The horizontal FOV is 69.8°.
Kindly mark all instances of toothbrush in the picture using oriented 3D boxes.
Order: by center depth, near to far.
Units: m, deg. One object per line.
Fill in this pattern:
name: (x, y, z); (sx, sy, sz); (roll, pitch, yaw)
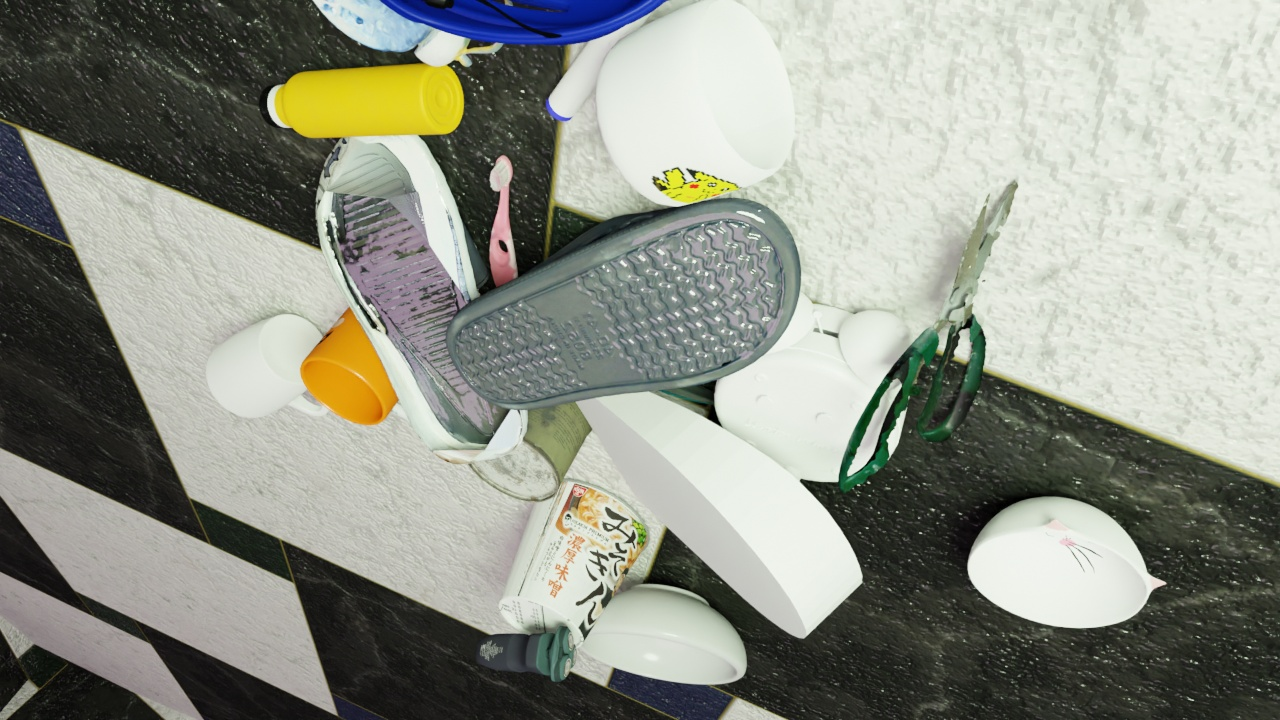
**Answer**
toothbrush: (-0.098, -0.089, 0.657); (0.021, 0.016, 0.135); (21, 141, 12)

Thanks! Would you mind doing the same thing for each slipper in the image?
slipper: (-0.010, -0.037, 0.600); (0.269, 0.083, 0.111); (-17, 115, 34)
slipper: (-0.157, -0.047, 0.686); (0.111, 0.063, 0.264); (-15, 108, 15)

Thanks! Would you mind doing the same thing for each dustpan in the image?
dustpan: (0.052, 0.097, 0.693); (0.258, 0.053, 0.191); (36, 161, 47)

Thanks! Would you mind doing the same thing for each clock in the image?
clock: (-0.128, -0.213, 0.506); (0.125, 0.051, 0.089); (32, 141, -5)
clock: (0.113, 0.027, 0.617); (0.125, 0.072, 0.161); (17, 140, 14)

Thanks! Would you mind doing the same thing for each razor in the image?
razor: (-0.110, 0.271, 0.850); (0.052, 0.047, 0.143); (25, 152, -38)

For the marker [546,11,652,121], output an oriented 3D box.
marker: (-0.012, -0.181, 0.501); (0.020, 0.020, 0.142); (37, 142, -12)

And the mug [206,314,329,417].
mug: (-0.333, 0.013, 0.861); (0.088, 0.080, 0.114); (-22, 128, 37)

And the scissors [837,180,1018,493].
scissors: (0.192, -0.015, 0.545); (0.015, 0.137, 0.210); (42, 124, 38)

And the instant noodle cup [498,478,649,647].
instant noodle cup: (-0.070, 0.199, 0.878); (0.124, 0.121, 0.124); (16, 140, 14)

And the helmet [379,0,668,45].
helmet: (-0.071, -0.205, 0.354); (0.241, 0.227, 0.148); (17, 108, 2)

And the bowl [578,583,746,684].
bowl: (0.023, 0.274, 0.939); (0.176, 0.066, 0.177); (9, 149, 6)

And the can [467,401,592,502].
can: (-0.094, 0.063, 0.778); (0.090, 0.074, 0.090); (16, 139, 15)

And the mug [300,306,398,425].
mug: (-0.221, 0.003, 0.767); (0.077, 0.095, 0.113); (23, 141, 5)

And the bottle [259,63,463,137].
bottle: (-0.186, -0.168, 0.598); (0.144, 0.043, 0.043); (5, 137, 26)

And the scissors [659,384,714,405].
scissors: (-0.001, 0.000, 0.698); (0.126, 0.019, 0.155); (44, 141, -17)

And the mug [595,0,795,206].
mug: (0.035, -0.129, 0.481); (0.068, 0.094, 0.115); (-10, 165, 40)

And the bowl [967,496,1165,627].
bowl: (0.295, 0.136, 0.650); (0.115, 0.050, 0.115); (16, 140, 14)

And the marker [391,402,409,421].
marker: (-0.249, 0.040, 0.894); (0.152, 0.011, 0.011); (30, 142, -3)
